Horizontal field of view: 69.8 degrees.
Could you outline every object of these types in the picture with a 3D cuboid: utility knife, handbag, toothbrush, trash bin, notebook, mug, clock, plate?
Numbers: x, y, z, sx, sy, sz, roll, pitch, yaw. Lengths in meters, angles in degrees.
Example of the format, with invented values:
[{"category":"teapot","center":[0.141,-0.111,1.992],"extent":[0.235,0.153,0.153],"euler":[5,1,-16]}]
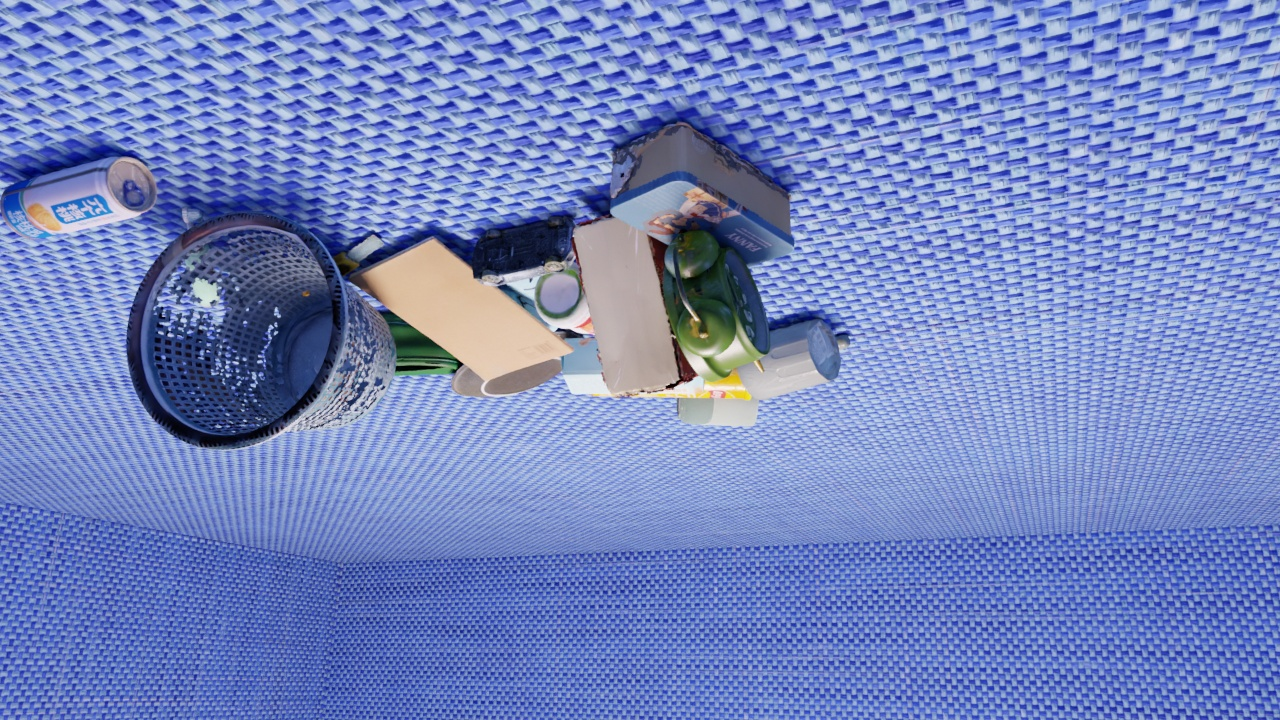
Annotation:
[{"category":"utility knife","center":[-0.336,-0.097,0.995],"extent":[0.033,0.015,0.216],"euler":[15,156,-41]},{"category":"handbag","center":[-0.284,-0.015,1.162],"extent":[0.131,0.068,0.120],"euler":[-1,168,2]},{"category":"toothbrush","center":[-0.462,-0.107,0.960],"extent":[0.027,0.026,0.225],"euler":[3,161,-19]},{"category":"trash bin","center":[-0.359,-0.015,0.936],"extent":[0.227,0.226,0.195],"euler":[-3,170,10]},{"category":"notebook","center":[-0.195,-0.050,1.009],"extent":[0.150,0.012,0.211],"euler":[-16,138,38]},{"category":"mug","center":[0.106,0.047,1.298],"extent":[0.106,0.082,0.111],"euler":[2,-168,-3]},{"category":"clock","center":[0.062,-0.048,0.793],"extent":[0.056,0.116,0.161],"euler":[-20,158,22]},{"category":"mug","center":[0.195,-0.006,1.151],"extent":[0.104,0.083,0.123],"euler":[-17,180,39]},{"category":"plate","center":[-0.153,0.013,1.177],"extent":[0.179,0.024,0.180],"euler":[-21,162,-7]}]

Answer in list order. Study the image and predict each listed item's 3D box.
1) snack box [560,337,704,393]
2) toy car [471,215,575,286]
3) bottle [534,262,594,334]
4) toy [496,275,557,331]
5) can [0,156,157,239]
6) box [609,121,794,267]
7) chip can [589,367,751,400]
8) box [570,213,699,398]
[{"category":"snack box","center":[-0.007,0.007,1.126],"extent":[0.175,0.051,0.074],"euler":[-1,159,4]},{"category":"toy car","center":[-0.112,-0.105,0.902],"extent":[0.121,0.054,0.036],"euler":[-10,155,25]},{"category":"bottle","center":[-0.039,-0.058,0.999],"extent":[0.068,0.068,0.196],"euler":[-8,171,25]},{"category":"toy","center":[-0.135,-0.064,1.028],"extent":[0.157,0.049,0.161],"euler":[-20,153,32]},{"category":"can","center":[-0.498,-0.144,0.815],"extent":[0.135,0.053,0.053],"euler":[-7,159,21]},{"category":"box","center":[0.060,-0.135,0.800],"extent":[0.090,0.061,0.184],"euler":[-16,152,42]},{"category":"chip can","center":[0.040,0.016,1.208],"extent":[0.213,0.072,0.072],"euler":[1,161,1]},{"category":"box","center":[-0.006,-0.053,0.850],"extent":[0.091,0.168,0.076],"euler":[-10,-174,29]}]
